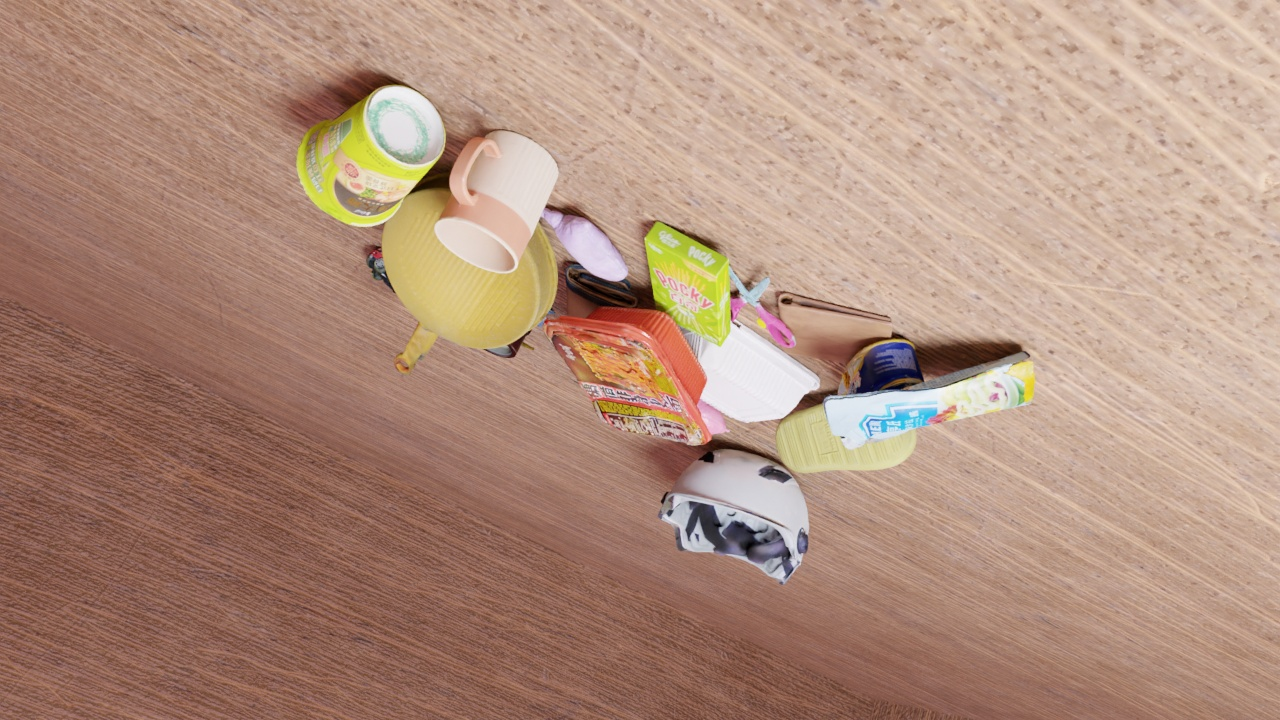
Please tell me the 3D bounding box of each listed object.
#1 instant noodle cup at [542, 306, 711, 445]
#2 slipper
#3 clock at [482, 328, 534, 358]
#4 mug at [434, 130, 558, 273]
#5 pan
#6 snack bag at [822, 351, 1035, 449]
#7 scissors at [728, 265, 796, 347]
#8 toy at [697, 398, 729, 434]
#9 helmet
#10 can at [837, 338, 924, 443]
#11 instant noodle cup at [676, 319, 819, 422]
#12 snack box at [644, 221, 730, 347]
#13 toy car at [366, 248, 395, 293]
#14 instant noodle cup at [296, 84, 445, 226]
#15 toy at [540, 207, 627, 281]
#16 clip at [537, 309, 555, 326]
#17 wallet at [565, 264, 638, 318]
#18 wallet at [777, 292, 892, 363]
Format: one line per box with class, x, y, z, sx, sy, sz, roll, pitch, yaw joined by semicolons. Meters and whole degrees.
instant noodle cup;-0.006;0.006;1.013;0.165;0.079;0.189;9;144;42
slipper;0.249;0.084;1.094;0.081;0.091;0.191;-13;177;-44
clock;-0.199;-0.051;1.230;0.122;0.055;0.082;38;155;-31
mug;-0.136;-0.155;0.842;0.082;0.105;0.114;13;157;23
pan;-0.223;-0.068;1.048;0.197;0.078;0.359;41;129;-5
snack bag;0.275;0.042;0.881;0.191;0.038;0.110;-16;157;11
scissors;0.108;-0.061;0.935;0.133;0.017;0.131;49;162;-28
toy;0.037;0.051;1.202;0.178;0.074;0.195;32;170;6
helmet;0.157;0.216;1.397;0.229;0.145;0.259;12;149;22
can;0.249;0.035;0.951;0.074;0.049;0.148;-7;151;-3
instant noodle cup;0.108;0.016;1.081;0.173;0.060;0.138;31;158;-24
snack box;0.051;-0.074;0.938;0.086;0.026;0.156;30;162;17
toy car;-0.314;-0.104;1.229;0.120;0.045;0.053;42;157;-10
instant noodle cup;-0.247;-0.198;0.864;0.111;0.111;0.124;34;149;-29
toy;-0.054;-0.117;0.947;0.084;0.039;0.108;27;171;42
clip;-0.129;-0.068;1.170;0.027;0.045;0.058;17;149;21
wallet;-0.046;-0.066;1.075;0.090;0.033;0.115;24;160;4
wallet;0.198;-0.027;0.941;0.115;0.020;0.101;13;157;16
